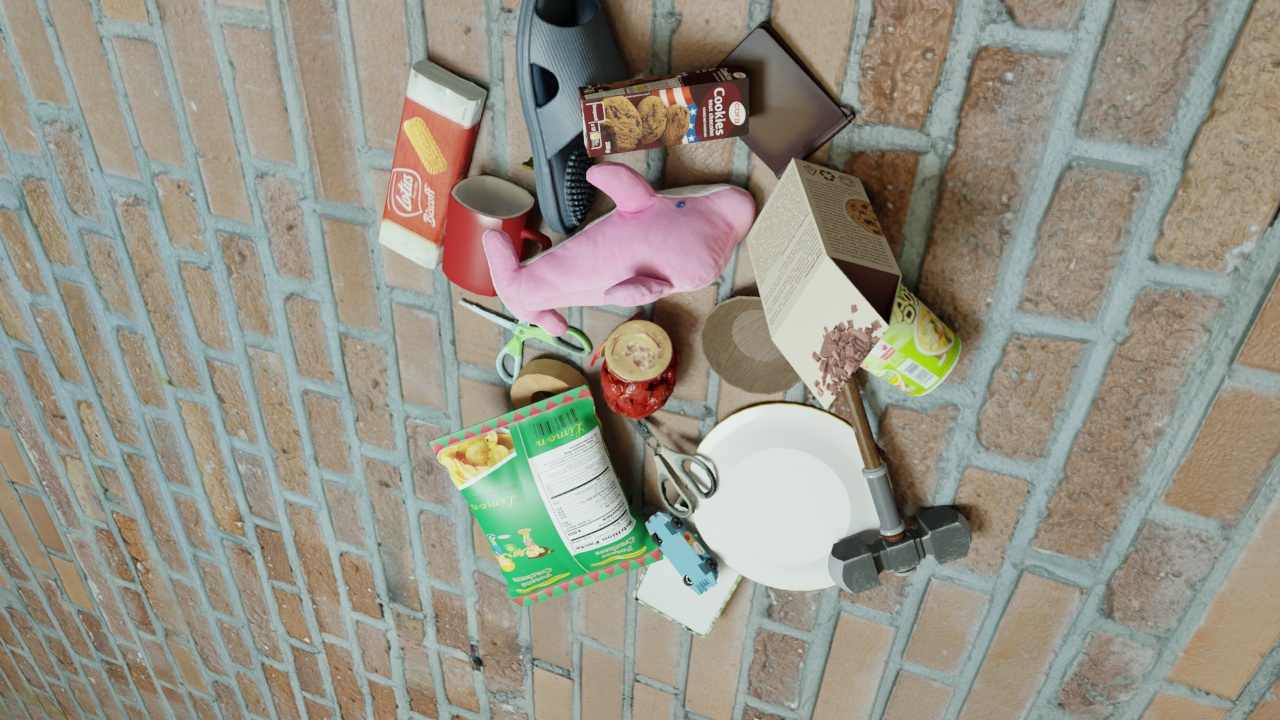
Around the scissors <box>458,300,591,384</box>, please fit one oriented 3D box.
[{"bbox_3d":[-0.137,-0.035,1.066,0.171,0.021,0.172,23,134,12],"label":"scissors"}]

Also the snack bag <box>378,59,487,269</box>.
[{"bbox_3d":[-0.226,-0.202,0.977,0.077,0.041,0.226,28,128,3],"label":"snack bag"}]

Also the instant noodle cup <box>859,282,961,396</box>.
[{"bbox_3d":[0.232,-0.024,0.850,0.108,0.098,0.099,35,131,-11],"label":"instant noodle cup"}]

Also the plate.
[{"bbox_3d":[0.162,0.157,1.012,0.230,0.021,0.230,6,110,16],"label":"plate"}]

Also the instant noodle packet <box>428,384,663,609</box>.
[{"bbox_3d":[-0.107,0.168,1.088,0.196,0.090,0.253,-20,112,6],"label":"instant noodle packet"}]

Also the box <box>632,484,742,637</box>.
[{"bbox_3d":[0.071,0.251,1.143,0.118,0.050,0.206,27,129,11],"label":"box"}]

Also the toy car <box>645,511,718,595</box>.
[{"bbox_3d":[0.054,0.221,1.082,0.107,0.027,0.060,51,138,10],"label":"toy car"}]

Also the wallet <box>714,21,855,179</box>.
[{"bbox_3d":[0.118,-0.228,0.811,0.115,0.018,0.092,44,130,-11],"label":"wallet"}]

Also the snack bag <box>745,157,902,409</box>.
[{"bbox_3d":[0.156,-0.066,0.772,0.070,0.206,0.095,12,133,-18],"label":"snack bag"}]

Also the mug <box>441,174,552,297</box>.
[{"bbox_3d":[-0.147,-0.124,0.963,0.116,0.080,0.097,28,130,15],"label":"mug"}]

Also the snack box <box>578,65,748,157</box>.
[{"bbox_3d":[0.021,-0.214,0.788,0.141,0.031,0.051,-9,128,-5],"label":"snack box"}]

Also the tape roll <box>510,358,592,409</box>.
[{"bbox_3d":[-0.105,0.043,1.086,0.094,0.027,0.094,11,133,12],"label":"tape roll"}]

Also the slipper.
[{"bbox_3d":[-0.053,-0.230,0.837,0.082,0.101,0.264,13,130,18],"label":"slipper"}]

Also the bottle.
[{"bbox_3d":[-0.006,0.006,0.982,0.099,0.098,0.111,21,158,11],"label":"bottle"}]

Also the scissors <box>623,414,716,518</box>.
[{"bbox_3d":[0.016,0.112,1.058,0.170,0.012,0.133,23,116,29],"label":"scissors"}]

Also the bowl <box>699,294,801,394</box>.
[{"bbox_3d":[0.121,-0.021,0.941,0.118,0.030,0.118,13,127,18],"label":"bowl"}]

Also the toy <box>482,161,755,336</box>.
[{"bbox_3d":[-0.014,-0.089,0.866,0.266,0.127,0.187,-18,137,12],"label":"toy"}]

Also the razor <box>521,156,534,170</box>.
[{"bbox_3d":[-0.090,-0.234,0.902,0.042,0.026,0.106,20,125,15],"label":"razor"}]

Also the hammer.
[{"bbox_3d":[0.229,0.078,0.936,0.156,0.043,0.322,-20,105,2],"label":"hammer"}]
